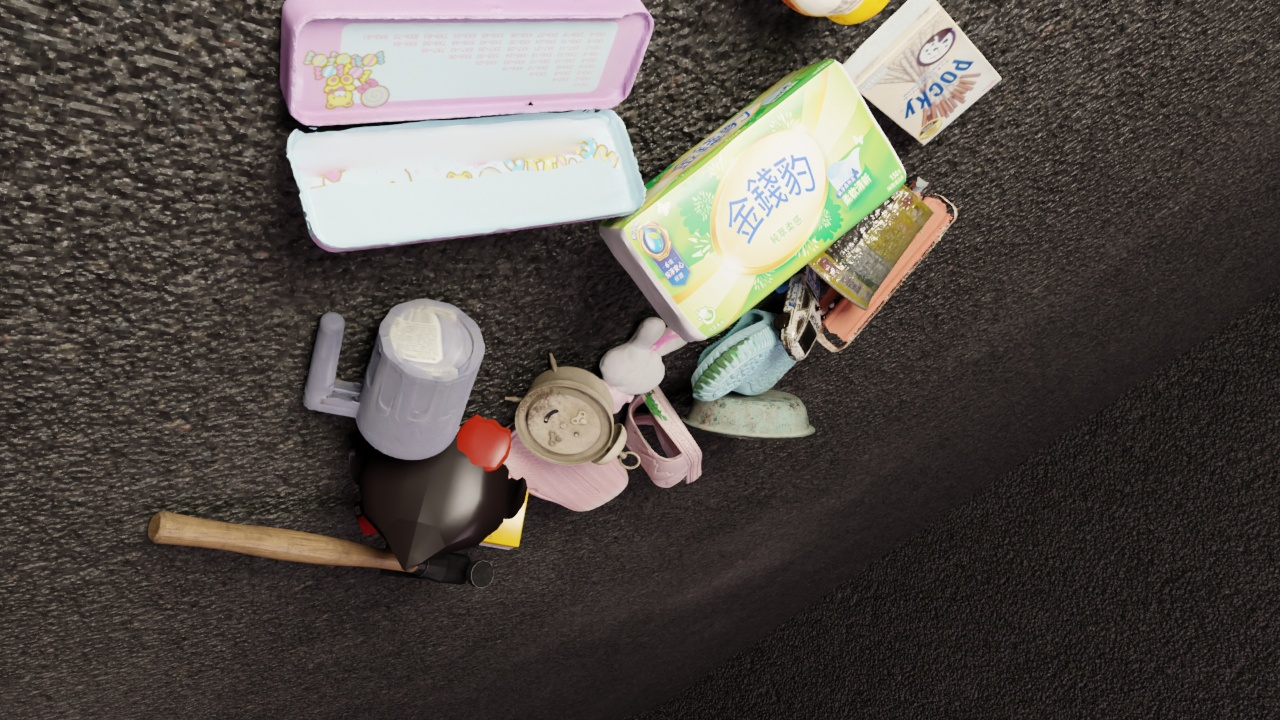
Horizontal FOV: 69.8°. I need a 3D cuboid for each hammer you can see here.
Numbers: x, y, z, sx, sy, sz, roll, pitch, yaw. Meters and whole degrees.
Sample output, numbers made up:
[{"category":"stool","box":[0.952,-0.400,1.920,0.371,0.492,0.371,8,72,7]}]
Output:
[{"category":"hammer","box":[-0.300,0.179,0.868,0.305,0.040,0.133,20,163,-40]}]

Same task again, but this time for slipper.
[{"category":"slipper","box":[0.023,0.098,1.052,0.064,0.094,0.239,-32,158,-4]},{"category":"slipper","box":[-0.079,0.110,1.013,0.107,0.055,0.221,-33,145,6]},{"category":"slipper","box":[0.113,-0.012,0.966,0.116,0.069,0.275,-44,165,22]}]

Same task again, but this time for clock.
[{"category":"clock","box":[-0.055,0.060,0.884,0.141,0.054,0.093,38,118,-17]}]

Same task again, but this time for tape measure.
[{"category":"tape measure","box":[-0.268,0.160,0.956,0.051,0.019,0.059,-19,154,-17]}]

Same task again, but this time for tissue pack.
[{"category":"tissue pack","box":[0.069,-0.116,0.676,0.197,0.120,0.141,-33,-164,-7]}]

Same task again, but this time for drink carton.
[{"category":"drink carton","box":[-0.153,0.172,1.000,0.040,0.058,0.123,12,165,-10]}]

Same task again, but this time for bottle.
[{"category":"bottle","box":[0.104,-0.239,0.545,0.108,0.063,0.063,-4,145,-37]}]

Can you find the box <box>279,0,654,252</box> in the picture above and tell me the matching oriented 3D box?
[{"category":"box","box":[-0.093,-0.140,0.528,0.213,0.062,0.140,-13,116,-30]}]

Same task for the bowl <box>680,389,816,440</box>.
[{"category":"bowl","box":[0.125,0.057,1.062,0.157,0.038,0.157,4,-173,-1]}]

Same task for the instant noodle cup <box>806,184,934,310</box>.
[{"category":"instant noodle cup","box":[0.206,-0.118,0.847,0.108,0.102,0.102,-49,150,17]}]

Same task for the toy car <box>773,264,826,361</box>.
[{"category":"toy car","box":[0.161,-0.054,0.899,0.041,0.112,0.048,-2,149,29]}]

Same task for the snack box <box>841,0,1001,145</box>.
[{"category":"snack box","box":[0.224,-0.227,0.728,0.082,0.026,0.149,-43,151,26]}]

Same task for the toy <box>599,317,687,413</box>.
[{"category":"toy","box":[-0.005,0.005,0.909,0.075,0.037,0.126,14,122,-45]}]

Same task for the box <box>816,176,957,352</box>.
[{"category":"box","box":[0.235,-0.090,0.906,0.054,0.076,0.187,26,116,-22]}]

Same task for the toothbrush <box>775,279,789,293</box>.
[{"category":"toothbrush","box":[0.108,-0.099,0.870,0.016,0.014,0.166,-36,150,15]}]

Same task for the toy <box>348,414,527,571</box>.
[{"category":"toy","box":[-0.187,0.135,0.857,0.159,0.140,0.184,13,160,-1]}]

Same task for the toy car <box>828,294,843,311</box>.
[{"category":"toy car","box":[0.227,-0.077,0.965,0.040,0.037,0.092,-2,112,-41]}]

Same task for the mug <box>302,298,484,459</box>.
[{"category":"mug","box":[-0.190,0.011,0.706,0.124,0.083,0.104,13,138,-17]}]

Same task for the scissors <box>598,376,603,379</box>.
[{"category":"scissors","box":[-0.057,0.035,0.946,0.140,0.013,0.113,-12,148,-35]}]
